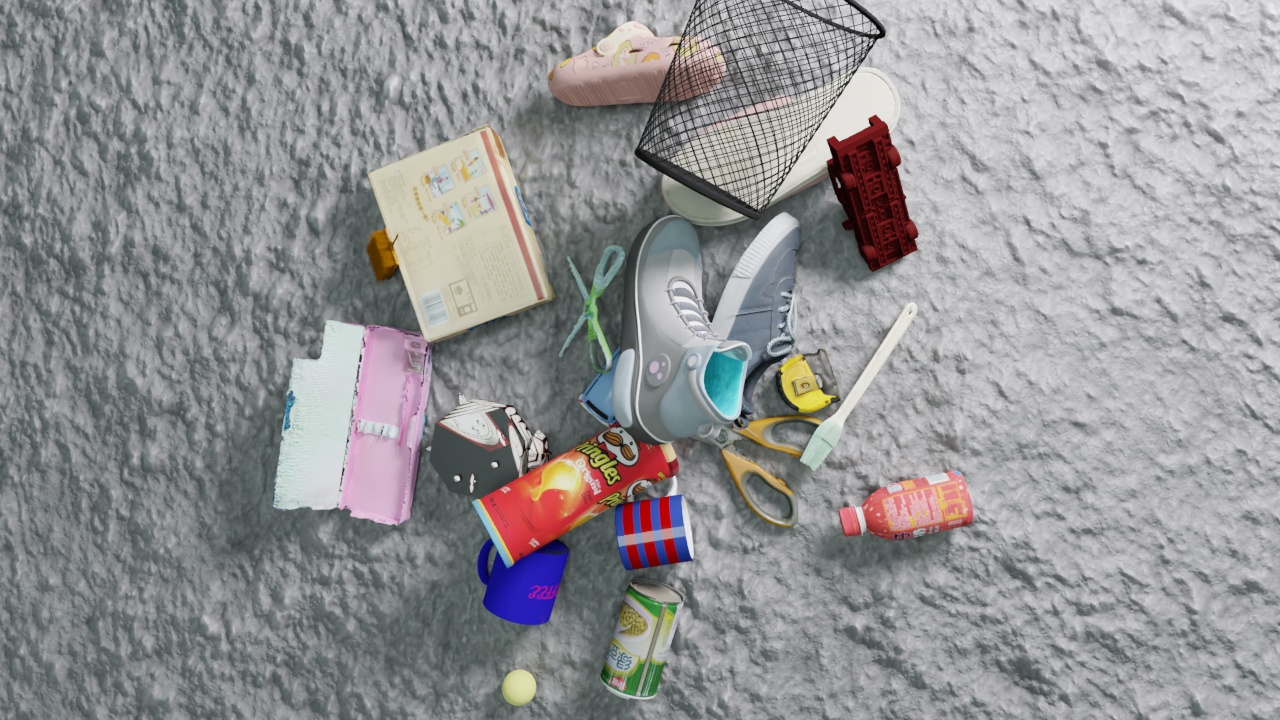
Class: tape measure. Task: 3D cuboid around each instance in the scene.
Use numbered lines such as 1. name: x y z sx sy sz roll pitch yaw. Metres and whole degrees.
1. tape measure: 0.185 0.026 1.025 0.064 0.037 0.065 -18 90 7

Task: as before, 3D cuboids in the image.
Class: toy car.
1. toy car: -0.006 0.006 1.038 0.056 0.054 0.153 40 96 4
2. toy car: 0.242 -0.178 0.972 0.070 0.061 0.170 -26 132 5

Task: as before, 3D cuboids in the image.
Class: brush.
1. brush: 0.244 0.028 1.015 0.012 0.033 0.217 33 88 46
2. brush: -0.290 -0.123 1.036 0.017 0.127 0.048 -19 90 -24

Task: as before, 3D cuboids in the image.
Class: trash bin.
1. trash bin: 0.105 -0.265 0.903 0.184 0.183 0.210 29 105 5

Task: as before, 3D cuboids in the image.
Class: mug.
1. mug: 0.014 0.177 1.041 0.076 0.075 0.111 -10 65 7
2. mug: -0.143 0.242 1.060 0.111 0.079 0.083 19 95 34

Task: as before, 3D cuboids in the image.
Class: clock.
1. clock: -0.169 0.113 1.057 0.154 0.065 0.115 33 96 5

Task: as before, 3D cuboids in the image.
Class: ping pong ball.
1. ping pong ball: -0.143 0.384 1.078 0.040 0.040 0.040 0 92 7

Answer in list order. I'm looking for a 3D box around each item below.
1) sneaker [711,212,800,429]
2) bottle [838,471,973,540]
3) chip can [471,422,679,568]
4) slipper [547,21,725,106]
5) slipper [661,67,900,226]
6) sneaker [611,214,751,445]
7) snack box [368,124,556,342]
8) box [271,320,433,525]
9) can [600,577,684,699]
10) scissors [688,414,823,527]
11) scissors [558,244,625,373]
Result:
1. sneaker: 0.133 -0.042 1.001 0.087 0.089 0.236 26 101 18
2. bottle: 0.289 0.165 1.008 0.138 0.062 0.062 -13 91 8
3. chip can: -0.069 0.137 1.001 0.213 0.087 0.087 -28 89 -14
4. slipper: -0.007 -0.334 1.011 0.197 0.093 0.081 -5 81 8
5. slipper: 0.152 -0.232 1.010 0.275 0.054 0.114 -23 90 10
6. sneaker: 0.055 -0.043 0.938 0.093 0.161 0.256 17 72 -33
7. snack box: -0.204 -0.142 1.055 0.153 0.055 0.207 -19 90 7
8. box: -0.334 0.071 1.078 0.160 0.062 0.230 9 94 -14
9. can: 0.002 0.317 1.045 0.067 0.067 0.121 17 94 6
10. scissors: 0.116 0.085 1.047 0.225 0.016 0.175 42 96 3
11. scissors: -0.055 -0.059 1.018 0.173 0.021 0.171 -59 43 42
